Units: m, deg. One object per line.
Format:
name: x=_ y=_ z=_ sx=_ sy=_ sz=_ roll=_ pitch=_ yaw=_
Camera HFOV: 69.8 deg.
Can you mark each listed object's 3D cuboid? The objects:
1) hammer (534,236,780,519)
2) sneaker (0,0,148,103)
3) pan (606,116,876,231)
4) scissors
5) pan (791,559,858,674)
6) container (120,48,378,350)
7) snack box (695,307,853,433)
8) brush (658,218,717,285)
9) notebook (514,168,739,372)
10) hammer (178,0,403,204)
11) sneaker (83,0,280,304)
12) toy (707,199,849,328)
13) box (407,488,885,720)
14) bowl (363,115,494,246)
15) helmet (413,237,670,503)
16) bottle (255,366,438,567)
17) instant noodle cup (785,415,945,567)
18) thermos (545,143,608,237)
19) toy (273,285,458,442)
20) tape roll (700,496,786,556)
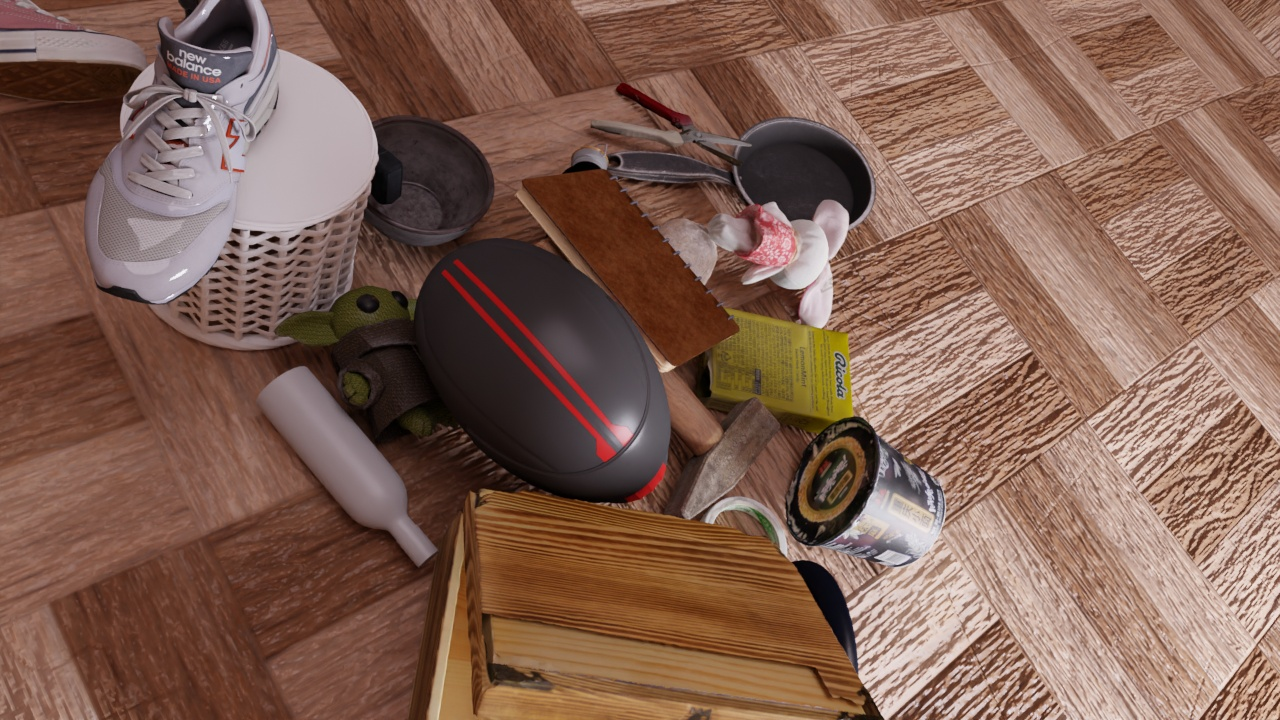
hammer: x=-0.005 y=0.005 z=0.882 sx=0.301 sy=0.037 sz=0.157 roll=50 pitch=55 yaw=-7
sneaker: x=-0.567 y=-0.292 z=0.813 sx=0.240 sy=0.118 sz=0.087 roll=2 pitch=79 yaw=-18
pan: x=0.123 y=-0.228 z=1.137 sx=0.356 sy=0.055 sz=0.187 roll=-2 pitch=63 yaw=-13
scissors: x=0.029 y=-0.286 z=1.119 sx=0.179 sy=0.015 sz=0.194 roll=-17 pitch=55 yaw=-26
pan: x=0.140 y=0.279 z=0.682 sx=0.021 sy=0.356 sz=0.199 roll=10 pitch=98 yaw=-13
container: x=-0.331 y=-0.134 z=0.780 sx=0.189 sy=0.187 sz=0.189 roll=12 pitch=58 yaw=-19
snack box: x=0.146 y=0.011 z=1.013 sx=0.180 sy=0.045 sz=0.121 roll=12 pitch=60 yaw=-16
brush: x=0.001 y=-0.055 z=0.973 sx=0.083 sy=0.057 sz=0.270 roll=38 pitch=54 yaw=-7
notebook: x=-0.006 y=-0.095 z=0.903 sx=0.225 sy=0.024 sz=0.167 roll=51 pitch=32 yaw=8
hammer: x=-0.336 y=-0.268 z=0.862 sx=0.333 sy=0.118 sz=0.025 roll=43 pitch=54 yaw=16
sneaker: x=-0.303 y=-0.163 z=0.612 sx=0.088 sy=0.125 sz=0.239 roll=17 pitch=56 yaw=-16
toy: x=0.164 y=-0.125 z=1.048 sx=0.194 sy=0.084 sz=0.159 roll=10 pitch=86 yaw=-35
box: x=-0.009 y=0.210 z=0.694 sx=0.279 sy=0.264 sz=0.268 roll=13 pitch=55 yaw=-16
bowl: x=-0.226 y=-0.169 z=0.925 sx=0.145 sy=0.067 sz=0.144 roll=12 pitch=58 yaw=-19
helmet: x=-0.074 y=0.013 z=0.755 sx=0.164 sy=0.170 sz=0.264 roll=-43 pitch=89 yaw=-6
bottle: x=-0.241 y=0.094 z=0.775 sx=0.195 sy=0.053 sz=0.052 roll=48 pitch=54 yaw=6
instant noodle cup: x=0.232 y=0.143 z=0.930 sx=0.112 sy=0.138 sz=0.137 roll=28 pitch=53 yaw=-21
thermos: x=-0.067 y=-0.154 z=0.992 sx=0.061 sy=0.061 sz=0.230 roll=18 pitch=52 yaw=-15
toy: x=-0.218 y=0.001 z=0.815 sx=0.152 sy=0.078 sz=0.179 roll=57 pitch=31 yaw=10
tape roll: x=0.101 y=0.181 z=0.908 sx=0.093 sy=0.018 sz=0.093 roll=11 pitch=58 yaw=-19
